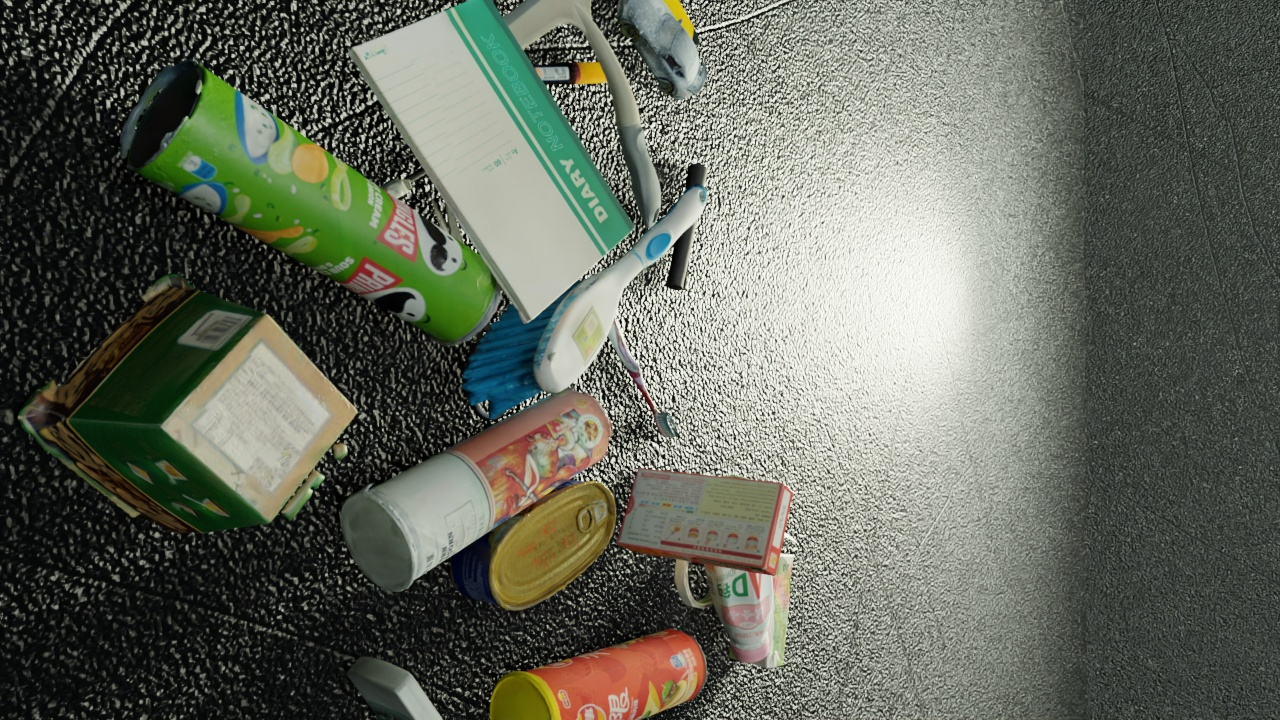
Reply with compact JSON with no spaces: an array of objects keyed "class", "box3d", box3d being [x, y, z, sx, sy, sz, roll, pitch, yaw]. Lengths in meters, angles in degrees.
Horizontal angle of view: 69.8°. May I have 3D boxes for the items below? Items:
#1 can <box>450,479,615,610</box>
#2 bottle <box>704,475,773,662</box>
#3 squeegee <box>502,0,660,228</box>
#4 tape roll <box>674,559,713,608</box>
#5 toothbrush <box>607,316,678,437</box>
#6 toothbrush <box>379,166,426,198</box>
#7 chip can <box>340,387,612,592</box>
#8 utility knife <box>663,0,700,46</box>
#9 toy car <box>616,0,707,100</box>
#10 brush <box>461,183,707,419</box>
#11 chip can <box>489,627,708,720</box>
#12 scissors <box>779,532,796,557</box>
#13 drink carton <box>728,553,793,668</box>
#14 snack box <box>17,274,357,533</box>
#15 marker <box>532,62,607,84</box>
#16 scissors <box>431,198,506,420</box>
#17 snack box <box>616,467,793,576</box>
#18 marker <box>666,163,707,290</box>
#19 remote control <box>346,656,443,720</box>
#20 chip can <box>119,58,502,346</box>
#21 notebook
[{"class":"can","box3d":[-0.083,0.143,0.734,0.147,0.049,0.075,-28,113,-49]},{"class":"bottle","box3d":[0.101,0.218,0.938,0.068,0.068,0.197,-33,119,-47]},{"class":"squeegee","box3d":[-0.019,-0.215,0.798,0.245,0.039,0.247,-52,136,-31]},{"class":"tape roll","box3d":[0.065,0.214,0.957,0.085,0.014,0.086,-2,93,-52]},{"class":"toothbrush","box3d":[-0.005,0.005,0.857,0.016,0.017,0.188,-55,132,-37]},{"class":"toothbrush","box3d":[-0.133,-0.161,0.690,0.180,0.018,0.016,-49,119,-42]},{"class":"chip can","box3d":[-0.112,0.086,0.679,0.214,0.071,0.071,-29,113,-49]},{"class":"utility knife","box3d":[0.004,-0.366,0.862,0.197,0.015,0.033,45,41,-43]},{"class":"toy car","box3d":[0.022,-0.303,0.872,0.120,0.037,0.054,44,58,-40]},{"class":"brush","box3d":[-0.031,-0.063,0.754,0.060,0.110,0.313,63,31,-24]},{"class":"chip can","box3d":[-0.029,0.284,0.790,0.216,0.073,0.073,7,85,-53]},{"class":"scissors","box3d":[0.140,0.184,1.010,0.133,0.017,0.124,37,19,-38]},{"class":"drink carton","box3d":[0.135,0.272,1.016,0.045,0.054,0.122,13,81,-52]},{"class":"snack box","box3d":[-0.229,0.026,0.495,0.117,0.106,0.118,57,48,-35]},{"class":"marker","box3d":[-0.068,-0.241,0.774,0.123,0.015,0.018,-22,111,-48]},{"class":"scissors","box3d":[-0.130,-0.035,0.699,0.173,0.014,0.140,45,56,-43]},{"class":"snack box","box3d":[0.056,0.142,0.826,0.027,0.156,0.077,39,60,-48]},{"class":"marker","box3d":[0.047,-0.134,0.920,0.022,0.020,0.132,21,74,-39]},{"class":"remote control","box3d":[-0.154,0.260,0.639,0.019,0.056,0.135,-48,128,-40]},{"class":"chip can","box3d":[-0.191,-0.087,0.571,0.236,0.072,0.072,34,64,-47]},{"class":"notebook","box3d":[-0.096,-0.149,0.658,0.209,0.012,0.150,57,43,-15]}]
